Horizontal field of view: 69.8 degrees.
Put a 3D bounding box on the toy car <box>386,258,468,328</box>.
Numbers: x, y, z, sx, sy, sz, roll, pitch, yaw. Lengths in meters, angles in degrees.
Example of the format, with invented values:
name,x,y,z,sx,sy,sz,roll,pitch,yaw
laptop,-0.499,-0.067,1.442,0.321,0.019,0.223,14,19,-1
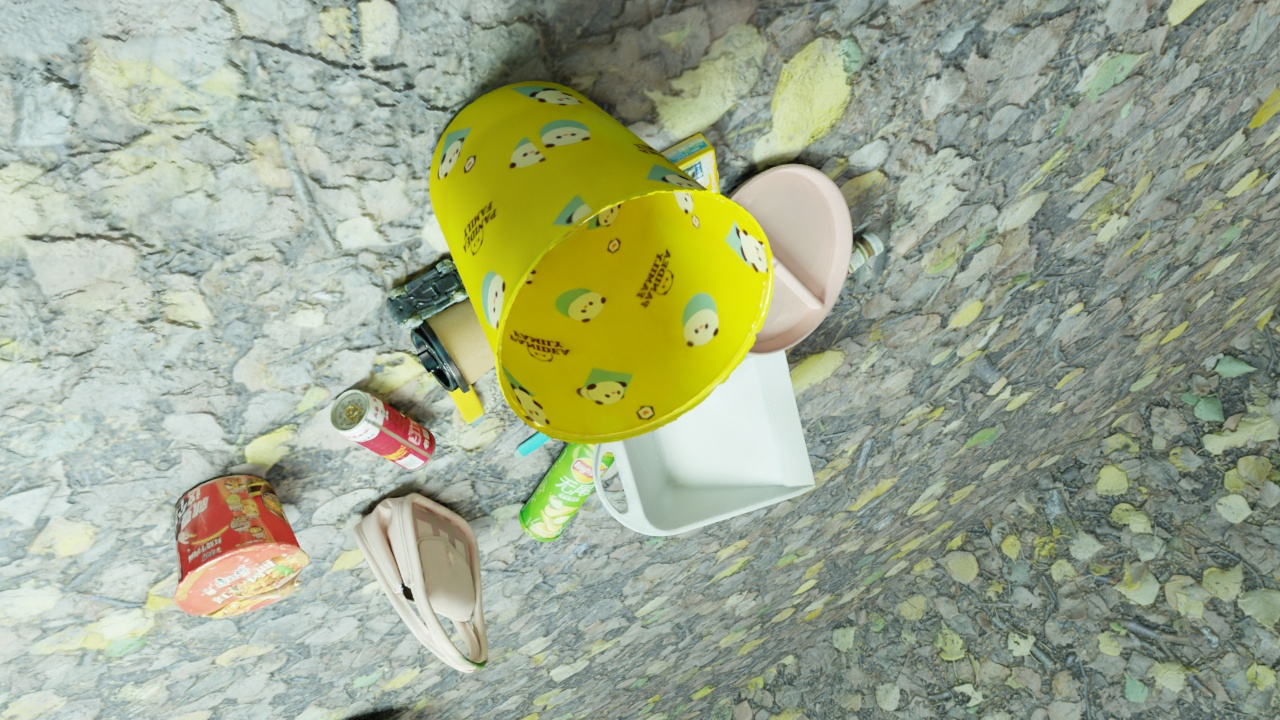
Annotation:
name,x,y,z,sx,sy,sz,roll,pitch,yaw
toy car,-0.209,-0.066,0.915,0.090,0.043,0.034,-32,-178,-8

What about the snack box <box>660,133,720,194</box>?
name,x,y,z,sx,sy,sz,roll,pitch,yaw
snack box,0.015,-0.171,0.964,0.140,0.033,0.087,-27,148,-4

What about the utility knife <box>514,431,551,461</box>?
name,x,y,z,sx,sy,sz,roll,pitch,yaw
utility knife,-0.086,0.072,1.233,0.218,0.013,0.029,-34,146,9

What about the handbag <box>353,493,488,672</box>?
name,x,y,z,sx,sy,sz,roll,pitch,yaw
handbag,-0.263,0.299,1.190,0.093,0.234,0.193,-31,148,3

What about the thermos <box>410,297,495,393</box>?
name,x,y,z,sx,sy,sz,roll,pitch,yaw
thermos,-0.165,-0.032,0.961,0.143,0.093,0.093,-34,149,-12

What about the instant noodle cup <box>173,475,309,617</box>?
name,x,y,z,sx,sy,sz,roll,pitch,yaw
instant noodle cup,-0.452,0.201,1.017,0.137,0.108,0.138,-22,148,-15

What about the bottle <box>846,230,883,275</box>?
name,x,y,z,sx,sy,sz,roll,pitch,yaw
bottle,0.230,-0.102,1.216,0.206,0.059,0.060,-35,148,-1

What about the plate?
name,x,y,z,sx,sy,sz,roll,pitch,yaw
plate,0.157,-0.117,1.079,0.229,0.028,0.230,-13,117,-29

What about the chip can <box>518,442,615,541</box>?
name,x,y,z,sx,sy,sz,roll,pitch,yaw
chip can,-0.100,0.172,1.305,0.072,0.072,0.222,1,137,-41

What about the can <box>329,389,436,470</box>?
name,x,y,z,sx,sy,sz,roll,pitch,yaw
can,-0.289,0.080,1.036,0.053,0.053,0.133,-34,148,5

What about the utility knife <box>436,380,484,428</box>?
name,x,y,z,sx,sy,sz,roll,pitch,yaw
utility knife,-0.212,0.037,1.077,0.033,0.015,0.172,-20,148,-6

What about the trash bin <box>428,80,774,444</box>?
name,x,y,z,sx,sy,sz,roll,pitch,yaw
trash bin,-0.052,-0.099,0.768,0.229,0.255,0.230,-17,134,-19

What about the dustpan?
name,x,y,z,sx,sy,sz,roll,pitch,yaw
dustpan,0.077,0.122,1.208,0.258,0.142,0.223,-10,108,18
